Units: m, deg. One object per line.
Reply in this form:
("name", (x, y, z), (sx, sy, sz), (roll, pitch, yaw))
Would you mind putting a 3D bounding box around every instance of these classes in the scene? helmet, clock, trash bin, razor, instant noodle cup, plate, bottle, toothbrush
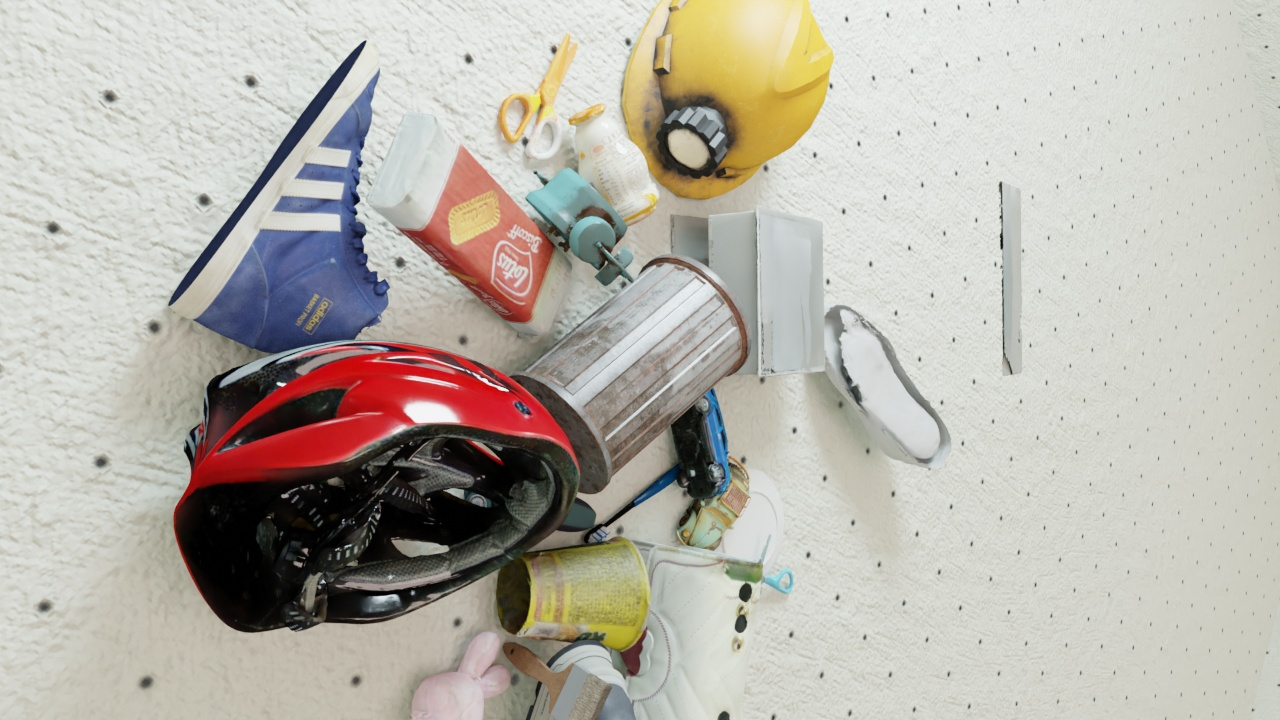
("helmet", (-0.169, 0.083, 0.624), (0.271, 0.218, 0.167), (9, 40, -43))
("clock", (-0.045, -0.111, 0.779), (0.053, 0.124, 0.090), (-46, 156, 1))
("trash bin", (-0.005, 0.005, 0.811), (0.210, 0.131, 0.131), (-40, 116, -32))
("helmet", (0.113, -0.285, 0.912), (0.205, 0.132, 0.254), (53, 57, -28))
("razor", (-0.091, 0.125, 0.795), (0.142, 0.052, 0.047), (26, 74, -49))
("instant noodle cup", (-0.060, 0.201, 0.790), (0.108, 0.102, 0.102), (8, 85, -32))
("plate", (0.117, 0.186, 0.999), (0.134, 0.011, 0.134), (0, 91, -42))
("bottle", (-0.027, -0.177, 0.834), (0.063, 0.063, 0.108), (-40, 114, -34))
("toothbrush", (0.006, 0.132, 0.897), (0.167, 0.014, 0.014), (-32, 145, -37))

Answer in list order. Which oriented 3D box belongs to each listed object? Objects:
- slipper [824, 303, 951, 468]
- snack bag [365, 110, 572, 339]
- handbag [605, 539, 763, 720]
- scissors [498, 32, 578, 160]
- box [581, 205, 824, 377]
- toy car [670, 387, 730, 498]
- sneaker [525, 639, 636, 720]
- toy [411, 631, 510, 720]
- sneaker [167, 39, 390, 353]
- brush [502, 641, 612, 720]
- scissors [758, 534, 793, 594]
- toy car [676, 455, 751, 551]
("slipper", (0.280, 0.031, 1.100), (0.247, 0.075, 0.112), (49, 53, -19))
("snack bag", (-0.122, -0.094, 0.710), (0.225, 0.041, 0.077), (45, 60, -58))
("handbag", (0.034, 0.271, 0.841), (0.096, 0.142, 0.198), (19, 77, -38))
("scissors", (-0.079, -0.237, 0.819), (0.070, 0.013, 0.130), (41, 65, -35))
("box", (0.029, -0.068, 1.057), (0.171, 0.405, 0.169), (-2, 91, -42))
("toy car", (0.060, 0.076, 0.908), (0.043, 0.056, 0.120), (-3, 79, -41))
("sneaker", (-0.052, 0.360, 0.739), (0.088, 0.124, 0.240), (5, 103, -28))
("toy", (-0.147, 0.272, 0.742), (0.109, 0.047, 0.063), (-38, 118, -47))
("sneaker", (-0.209, -0.100, 0.650), (0.118, 0.092, 0.232), (39, 66, -30))
("brush", (-0.074, 0.254, 0.740), (0.008, 0.143, 0.045), (34, 77, -35))
("scissors", (0.129, 0.256, 1.002), (0.135, 0.015, 0.135), (23, 89, -49))
("toy car", (0.083, 0.147, 0.940), (0.047, 0.047, 0.111), (41, 63, -14))
